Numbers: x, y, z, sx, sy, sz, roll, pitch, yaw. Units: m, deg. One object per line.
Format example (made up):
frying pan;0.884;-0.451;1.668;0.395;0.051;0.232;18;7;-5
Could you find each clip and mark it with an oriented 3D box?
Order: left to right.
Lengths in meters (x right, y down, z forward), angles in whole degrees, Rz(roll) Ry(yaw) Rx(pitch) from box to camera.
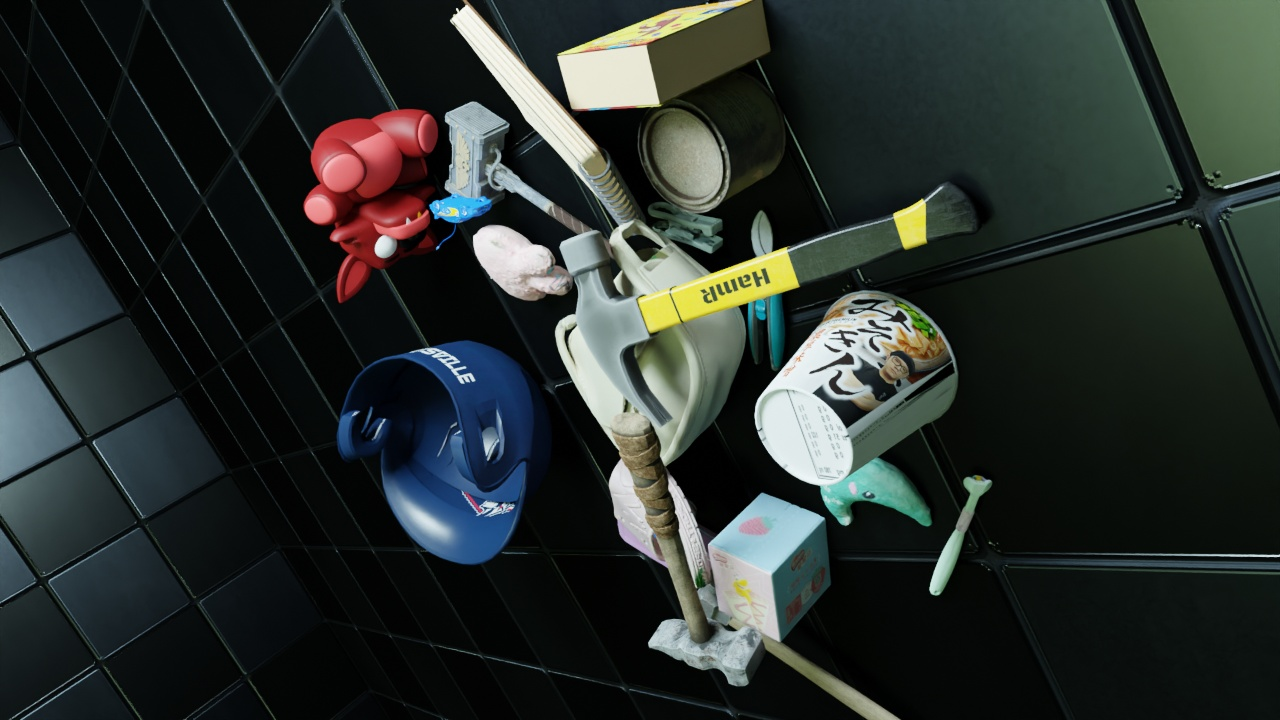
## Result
clip;0.038;-0.119;0.814;0.076;0.023;0.044;23;132;34

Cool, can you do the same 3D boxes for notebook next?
notebook;-0.067;-0.188;0.763;0.167;0.024;0.225;49;-177;8

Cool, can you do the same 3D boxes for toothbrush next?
toothbrush;0.267;0.152;0.777;0.022;0.015;0.155;8;132;7

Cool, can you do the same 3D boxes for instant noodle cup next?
instant noodle cup;0.159;0.028;0.708;0.124;0.121;0.124;30;138;31

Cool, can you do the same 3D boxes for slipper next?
slipper;-0.002;0.137;0.965;0.239;0.064;0.094;59;168;34

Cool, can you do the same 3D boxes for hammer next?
hammer;-0.070;-0.138;0.912;0.322;0.044;0.099;36;141;20
hammer;0.030;0.178;0.849;0.122;0.048;0.319;8;130;34
hammer;0.092;-0.058;0.696;0.325;0.034;0.170;-17;96;29
hammer;0.201;0.338;0.972;0.331;0.030;0.120;29;143;17

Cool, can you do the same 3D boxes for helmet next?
helmet;-0.216;0.112;1.115;0.233;0.222;0.272;7;94;30

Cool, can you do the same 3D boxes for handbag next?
handbag;-0.005;0.005;0.852;0.184;0.131;0.230;45;145;2

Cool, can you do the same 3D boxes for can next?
can;0.054;-0.169;0.709;0.090;0.074;0.090;30;138;31

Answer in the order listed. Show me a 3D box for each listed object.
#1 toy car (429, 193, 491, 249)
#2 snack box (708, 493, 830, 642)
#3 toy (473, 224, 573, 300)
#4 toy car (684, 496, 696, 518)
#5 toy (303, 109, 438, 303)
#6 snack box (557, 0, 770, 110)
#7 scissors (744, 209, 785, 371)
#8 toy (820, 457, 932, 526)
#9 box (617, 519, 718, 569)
toy car;-0.191;-0.141;0.968;0.092;0.033;0.062;14;124;37
snack box;0.129;0.203;0.911;0.080;0.092;0.095;19;132;39
toy;-0.122;-0.100;0.974;0.105;0.053;0.108;17;156;37
toy car;0.018;0.150;1.039;0.105;0.048;0.033;29;106;33
toy;-0.295;-0.177;1.036;0.120;0.158;0.198;24;136;27
snack box;0.019;-0.222;0.663;0.088;0.125;0.040;12;127;44
scissors;0.112;-0.055;0.786;0.138;0.019;0.137;50;142;8
toy;0.200;0.116;0.814;0.105;0.033;0.085;-6;124;50
box;0.060;0.220;1.057;0.214;0.033;0.076;24;136;36
